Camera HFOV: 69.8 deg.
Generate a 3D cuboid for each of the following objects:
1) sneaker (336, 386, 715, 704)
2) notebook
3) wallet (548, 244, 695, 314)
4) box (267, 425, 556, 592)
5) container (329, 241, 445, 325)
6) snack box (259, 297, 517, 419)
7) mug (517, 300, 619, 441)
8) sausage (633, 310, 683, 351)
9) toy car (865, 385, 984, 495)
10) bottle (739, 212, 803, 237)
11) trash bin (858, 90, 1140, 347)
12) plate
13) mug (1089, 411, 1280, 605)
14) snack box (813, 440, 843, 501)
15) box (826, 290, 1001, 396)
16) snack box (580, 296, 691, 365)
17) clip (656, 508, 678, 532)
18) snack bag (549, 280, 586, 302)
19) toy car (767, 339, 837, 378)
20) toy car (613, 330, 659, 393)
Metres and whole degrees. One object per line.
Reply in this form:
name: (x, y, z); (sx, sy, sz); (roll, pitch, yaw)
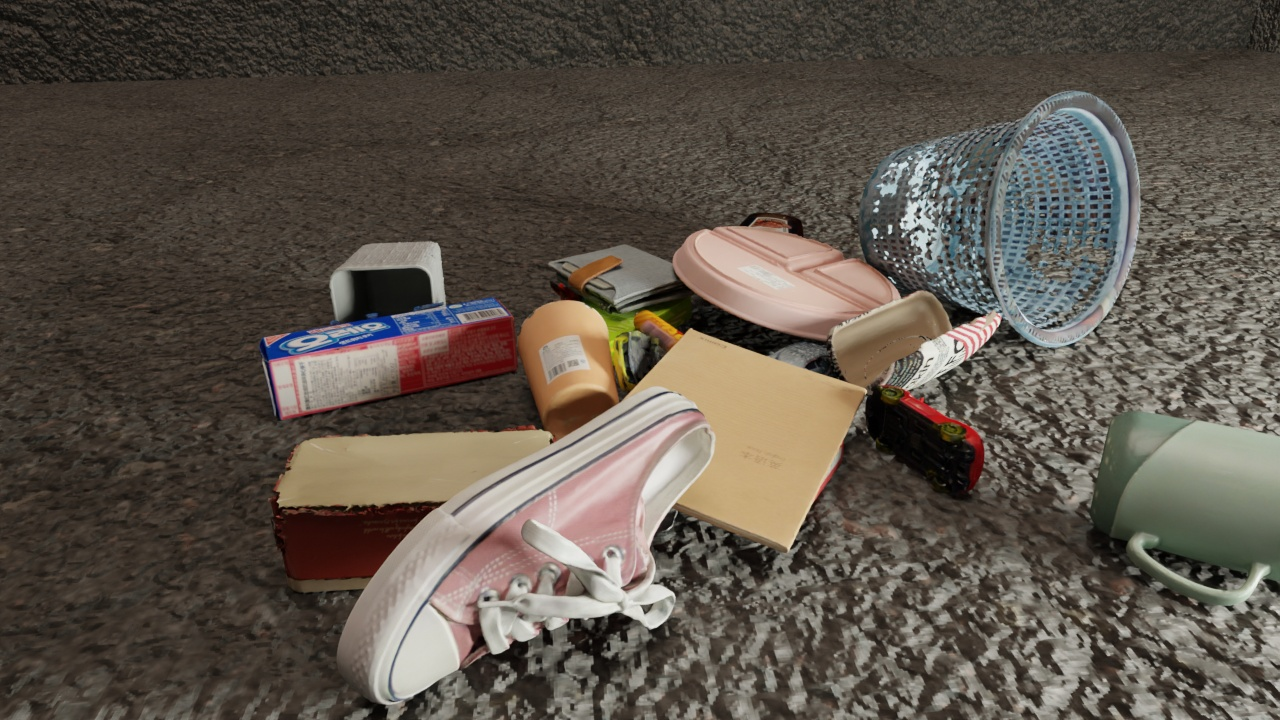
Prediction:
sneaker: (-0.040, 0.104, 0.485); (0.240, 0.118, 0.088); (-34, 52, -26)
notebook: (0.063, 0.045, 0.641); (0.149, 0.012, 0.210); (19, 32, 18)
wallet: (-0.020, -0.086, 0.912); (0.106, 0.037, 0.130); (-16, 28, -29)
box: (-0.135, 0.083, 0.573); (0.168, 0.078, 0.091); (-2, 26, -4)
container: (-0.234, -0.061, 0.874); (0.090, 0.090, 0.114); (-2, 22, -4)
snack box: (-0.213, -0.006, 0.786); (0.207, 0.058, 0.057); (-12, 28, -23)
mug: (-0.054, 0.013, 0.727); (0.078, 0.078, 0.122); (-5, 30, -10)
sausage: (0.046, -0.004, 0.791); (0.021, 0.021, 0.165); (-20, 41, -34)
toy car: (0.201, 0.053, 0.657); (0.031, 0.049, 0.106); (-13, 28, -25)
bottle: (0.136, -0.118, 1.029); (0.080, 0.044, 0.194); (9, 28, 13)
trash bin: (0.334, -0.136, 0.898); (0.226, 0.227, 0.195); (-17, 17, -30)
plate: (0.145, -0.082, 0.889); (0.229, 0.028, 0.229); (11, 27, -6)
mug: (0.332, 0.090, 0.552); (0.106, 0.082, 0.111); (13, 60, 26)
snack box: (0.063, 0.063, 0.668); (0.153, 0.025, 0.075); (13, 29, 28)
box: (0.229, -0.021, 0.781); (0.161, 0.076, 0.087); (-24, 63, -36)
snack box: (-0.027, -0.036, 0.880); (0.086, 0.026, 0.156); (16, 30, 31)
clip: (0.018, 0.094, 0.617); (0.025, 0.036, 0.057); (6, 22, 9)
snack bag: (-0.044, -0.077, 0.969); (0.105, 0.026, 0.045); (-13, 24, -28)
toy car: (0.137, 0.005, 0.784); (0.105, 0.031, 0.049); (-19, 30, -32)
toy car: (-0.004, 0.004, 0.735); (0.032, 0.048, 0.105); (-10, -6, 12)
